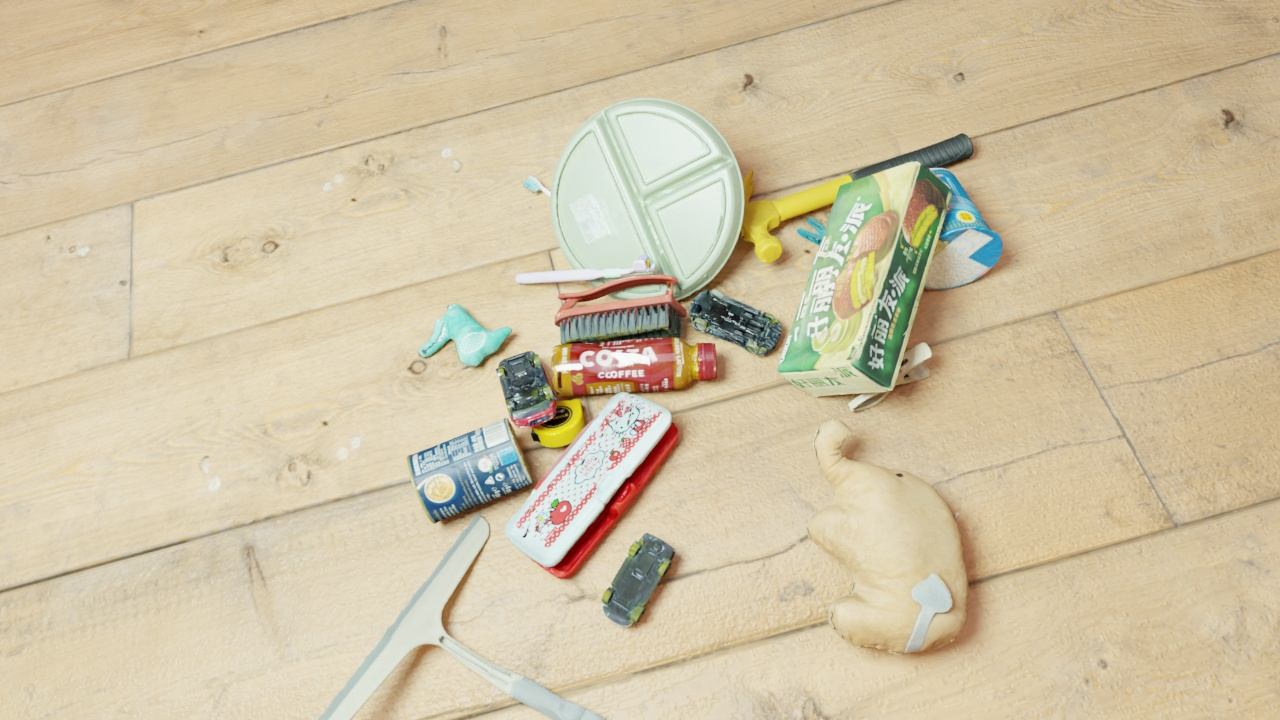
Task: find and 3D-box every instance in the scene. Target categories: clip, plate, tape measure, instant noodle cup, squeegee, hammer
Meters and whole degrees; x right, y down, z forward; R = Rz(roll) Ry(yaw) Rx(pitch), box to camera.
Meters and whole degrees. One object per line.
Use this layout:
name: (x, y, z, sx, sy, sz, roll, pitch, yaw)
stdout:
clip: (0.209, -0.144, 1.064, 0.056, 0.014, 0.041, 37, 72, 25)
plate: (0.001, -0.174, 1.020, 0.230, 0.027, 0.230, 3, 99, 18)
tape measure: (-0.086, 0.069, 0.974, 0.060, 0.029, 0.057, -16, 34, 0)
clip: (0.257, 0.020, 0.962, 0.098, 0.064, 0.034, -26, 61, 1)
instant noodle cup: (0.332, -0.150, 1.014, 0.099, 0.099, 0.109, -10, 54, 1)
squeegee: (-0.120, 0.298, 0.857, 0.246, 0.039, 0.245, 26, 51, 12)
hammer: (0.247, -0.206, 1.073, 0.300, 0.033, 0.128, -19, 52, -7)

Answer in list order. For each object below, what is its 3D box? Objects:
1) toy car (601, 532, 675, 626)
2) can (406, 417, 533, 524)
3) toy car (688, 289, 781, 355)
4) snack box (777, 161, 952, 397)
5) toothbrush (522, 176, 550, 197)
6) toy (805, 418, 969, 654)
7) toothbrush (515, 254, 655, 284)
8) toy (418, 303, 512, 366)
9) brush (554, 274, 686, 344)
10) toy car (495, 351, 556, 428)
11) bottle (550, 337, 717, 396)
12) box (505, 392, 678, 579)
toy car: (-0.002, 0.214, 0.888, 0.042, 0.035, 0.090, 27, 74, 20)
can: (-0.172, 0.112, 0.939, 0.111, 0.075, 0.075, -22, 62, -5)
toy car: (0.103, -0.041, 1.011, 0.105, 0.031, 0.048, 26, 66, 15)
snack box: (0.233, -0.082, 0.953, 0.063, 0.115, 0.239, 29, 72, -26)
toothbrush: (-0.059, -0.163, 1.097, 0.224, 0.026, 0.027, 39, 64, 23)
toy: (0.230, 0.161, 0.864, 0.143, 0.083, 0.225, -3, 59, -9)
toothbrush: (-0.068, -0.099, 1.030, 0.190, 0.029, 0.021, -2, 84, 34)
toy: (-0.204, -0.026, 1.043, 0.096, 0.030, 0.092, -43, 61, -7)
brush: (-0.027, -0.054, 1.008, 0.146, 0.063, 0.069, -7, 75, 18)
toy car: (-0.118, 0.033, 0.968, 0.053, 0.045, 0.120, -20, 30, -4)
bottle: (-0.006, 0.006, 0.985, 0.175, 0.057, 0.057, -4, 62, 5)
box: (-0.050, 0.117, 0.927, 0.090, 0.068, 0.201, 33, 71, 21)
